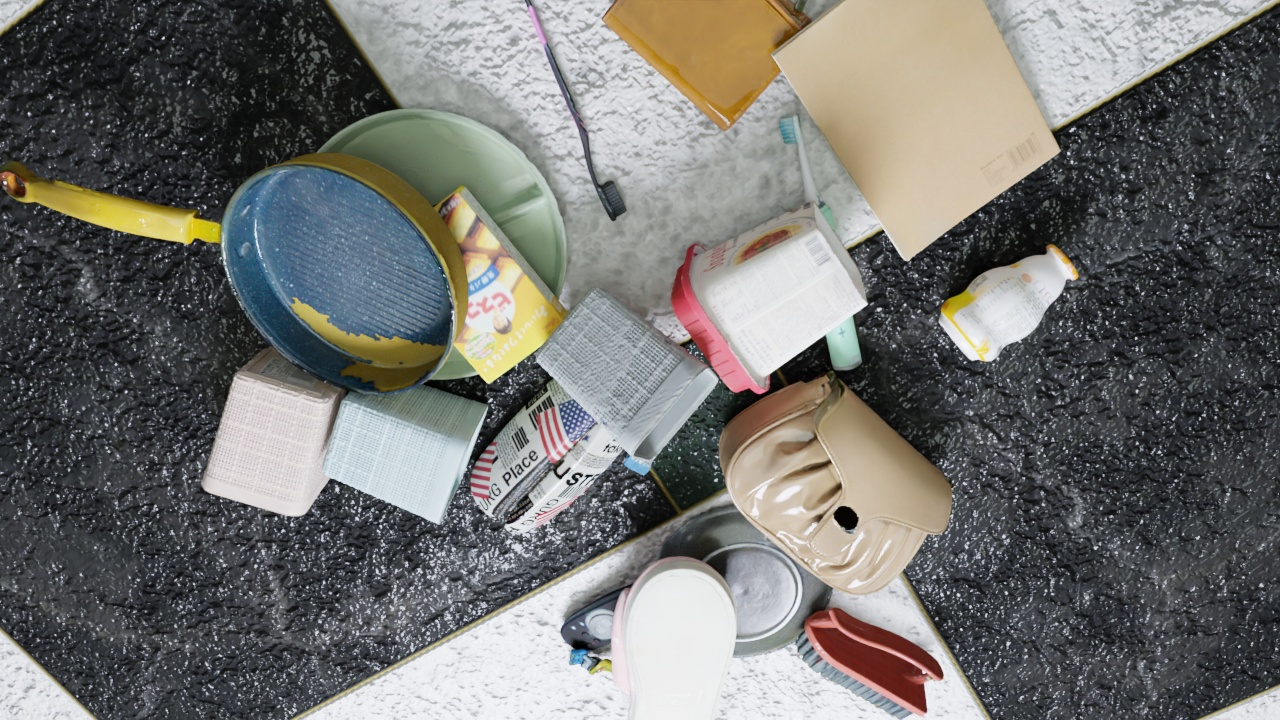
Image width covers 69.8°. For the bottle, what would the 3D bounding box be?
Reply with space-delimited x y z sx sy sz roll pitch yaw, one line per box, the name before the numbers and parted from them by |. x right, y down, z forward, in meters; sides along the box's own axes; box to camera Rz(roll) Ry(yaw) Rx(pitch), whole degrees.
bottle | 0.306 -0.049 0.761 0.108 0.063 0.063 -39 107 14

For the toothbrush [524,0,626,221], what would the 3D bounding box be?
toothbrush | -0.052 -0.200 0.730 0.018 0.014 0.189 -23 110 -2

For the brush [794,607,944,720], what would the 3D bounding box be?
brush | 0.221 0.286 0.891 0.146 0.063 0.069 31 124 -13

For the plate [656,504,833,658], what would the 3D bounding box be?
plate | 0.099 0.221 0.889 0.179 0.024 0.180 0 111 0

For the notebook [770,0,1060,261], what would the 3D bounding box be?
notebook | 0.220 -0.199 0.714 0.150 0.012 0.211 -36 116 12

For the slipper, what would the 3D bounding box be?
slipper | 0.029 0.287 0.874 0.114 0.054 0.275 -3 121 -7

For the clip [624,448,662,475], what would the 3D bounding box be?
clip | 0.008 0.079 0.839 0.024 0.028 0.057 29 117 -9

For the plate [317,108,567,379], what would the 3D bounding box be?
plate | -0.175 -0.093 0.764 0.230 0.027 0.230 0 111 0

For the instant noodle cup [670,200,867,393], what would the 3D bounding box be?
instant noodle cup | 0.104 -0.055 0.724 0.124 0.116 0.116 -30 109 21

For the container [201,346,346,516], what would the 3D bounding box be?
container | -0.310 0.057 0.792 0.090 0.090 0.111 18 107 -7

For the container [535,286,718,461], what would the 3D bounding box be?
container | -0.013 0.009 0.735 0.114 0.090 0.090 40 90 14

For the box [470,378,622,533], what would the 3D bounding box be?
box | -0.080 0.082 0.829 0.162 0.075 0.085 -45 72 19

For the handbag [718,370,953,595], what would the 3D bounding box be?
handbag | 0.172 0.113 0.806 0.204 0.099 0.148 40 103 -18

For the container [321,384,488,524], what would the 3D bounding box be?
container | -0.204 0.070 0.796 0.111 0.089 0.090 21 109 -6

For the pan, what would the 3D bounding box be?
pan | -0.305 -0.086 0.701 0.357 0.078 0.198 23 126 3

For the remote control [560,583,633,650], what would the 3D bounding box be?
remote control | -0.018 0.244 0.894 0.137 0.024 0.053 -30 117 22

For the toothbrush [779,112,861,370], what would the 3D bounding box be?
toothbrush | 0.151 -0.095 0.763 0.027 0.026 0.225 -5 114 27

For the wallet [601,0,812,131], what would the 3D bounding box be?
wallet | 0.057 -0.260 0.693 0.130 0.035 0.119 38 105 -17

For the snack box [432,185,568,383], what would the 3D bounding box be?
snack box | -0.133 -0.060 0.745 0.087 0.033 0.140 -34 109 13

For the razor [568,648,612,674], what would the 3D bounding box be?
razor | 0.000 0.307 0.920 0.142 0.022 0.043 4 149 -7
